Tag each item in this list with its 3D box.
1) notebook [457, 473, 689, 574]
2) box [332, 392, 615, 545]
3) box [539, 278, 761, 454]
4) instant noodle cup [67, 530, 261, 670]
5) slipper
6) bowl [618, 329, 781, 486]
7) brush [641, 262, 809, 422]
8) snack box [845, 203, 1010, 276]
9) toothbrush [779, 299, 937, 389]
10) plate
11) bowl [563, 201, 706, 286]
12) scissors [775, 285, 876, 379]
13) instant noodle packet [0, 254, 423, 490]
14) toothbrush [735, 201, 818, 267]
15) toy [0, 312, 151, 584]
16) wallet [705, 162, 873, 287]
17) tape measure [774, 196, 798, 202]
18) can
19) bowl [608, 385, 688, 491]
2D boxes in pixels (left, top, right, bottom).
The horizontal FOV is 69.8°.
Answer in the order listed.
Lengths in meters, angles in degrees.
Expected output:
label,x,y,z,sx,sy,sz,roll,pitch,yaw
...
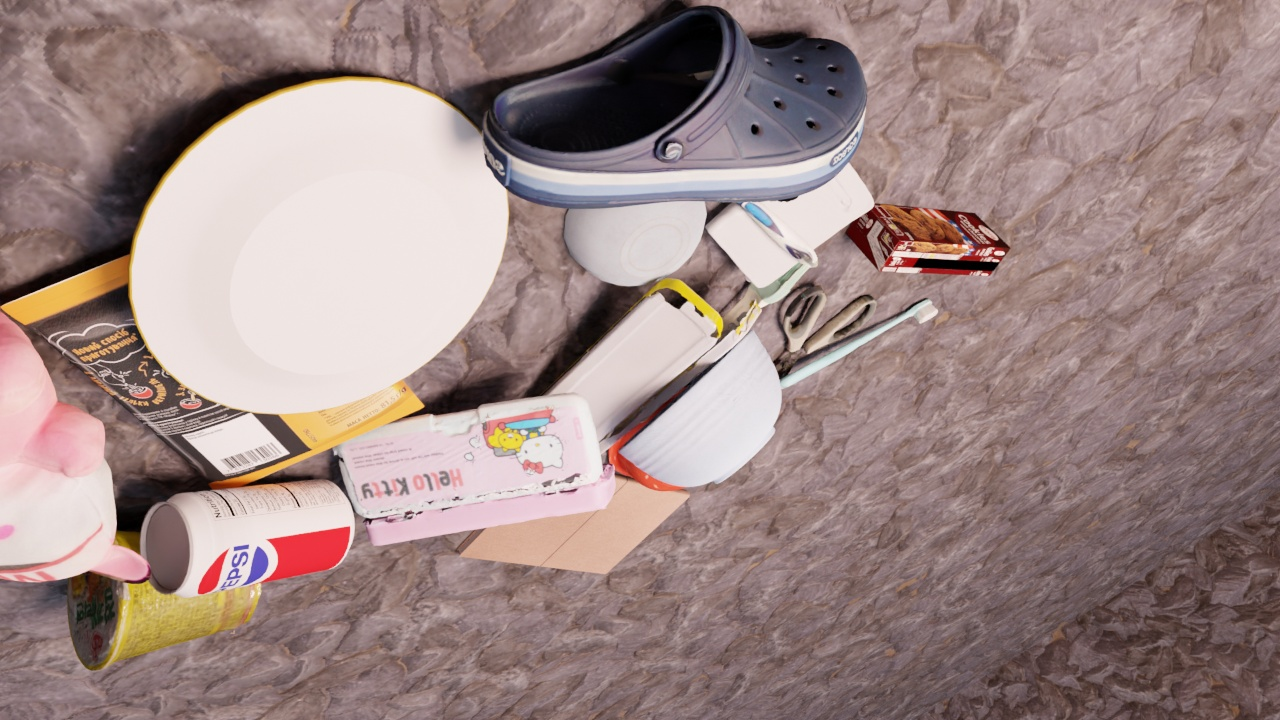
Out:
label,x,y,z,sx,sy,sz,roll,pitch,yaw
notebook,-0.061,0.162,0.926,0.142,0.008,0.209,-46,141,21
box,-0.127,0.080,0.727,0.201,0.103,0.101,-10,-173,6
box,-0.003,0.005,0.740,0.084,0.079,0.211,41,126,-9
instant noodle cup,-0.349,0.169,0.679,0.108,0.102,0.102,6,131,-50
slipper,0.033,-0.152,0.539,0.252,0.105,0.095,-15,141,-19
bowl,0.061,0.051,0.749,0.150,0.075,0.150,-42,177,-3
brush,0.064,-0.020,0.778,0.012,0.033,0.218,19,124,-45
snack box,0.248,-0.102,0.785,0.140,0.051,0.032,-2,135,-33
toothbrush,0.208,-0.014,0.882,0.180,0.016,0.016,-26,154,-10
plate,-0.174,-0.055,0.544,0.229,0.021,0.230,-28,142,-24
bowl,0.003,-0.091,0.645,0.106,0.039,0.106,-18,142,-15
scissors,0.152,-0.016,0.854,0.157,0.012,0.169,-26,148,-7
instant noodle packet,-0.253,0.003,0.590,0.160,0.032,0.221,-23,143,-5
toothbrush,0.074,-0.113,0.655,0.016,0.017,0.189,-41,130,20
toy,-0.374,0.061,0.531,0.142,0.084,0.214,0,134,-4
wallet,0.112,-0.116,0.701,0.116,0.032,0.086,-35,133,10
tape measure,0.087,-0.139,0.626,0.067,0.062,0.038,-1,135,-31
can,-0.279,0.126,0.662,0.070,0.070,0.132,-48,155,23
bowl,0.037,0.083,0.868,0.130,0.045,0.131,-19,142,-15
